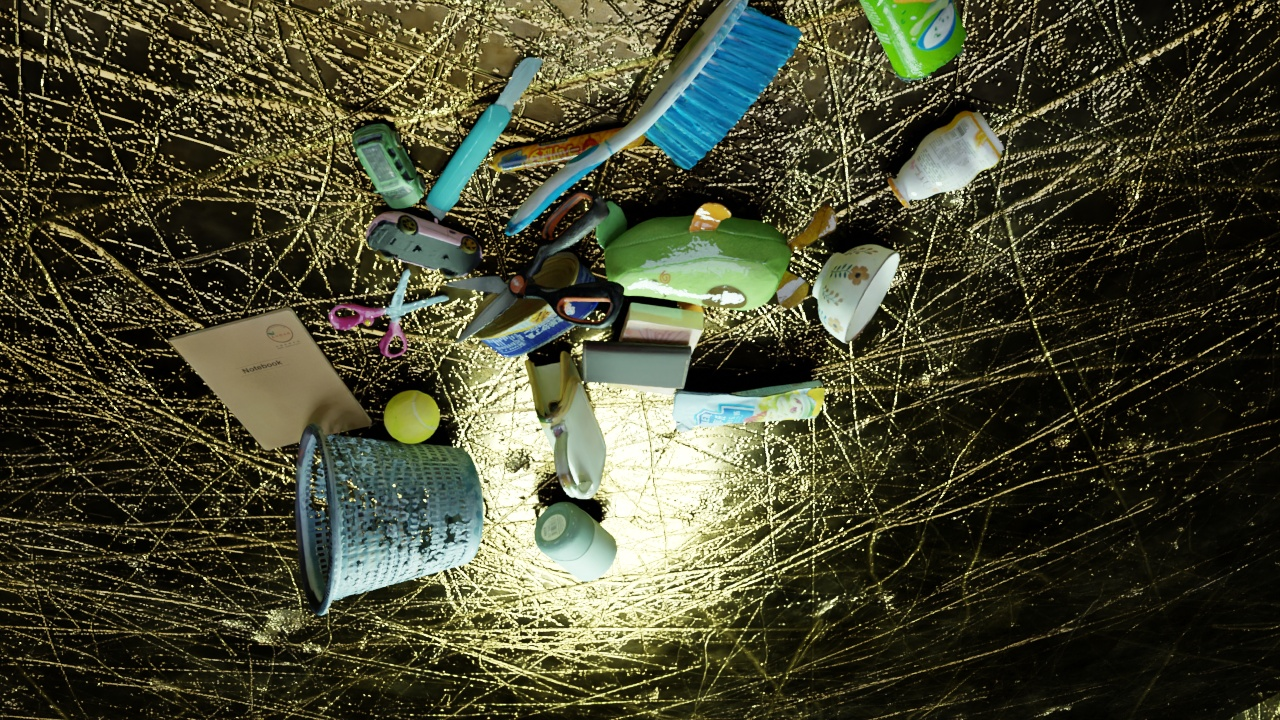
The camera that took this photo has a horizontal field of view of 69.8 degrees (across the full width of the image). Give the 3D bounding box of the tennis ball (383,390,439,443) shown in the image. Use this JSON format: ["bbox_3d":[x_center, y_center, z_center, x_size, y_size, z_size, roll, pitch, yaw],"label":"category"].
[{"bbox_3d":[-0.277,0.068,1.110,0.065,0.065,0.066,-4,136,-4],"label":"tennis ball"}]

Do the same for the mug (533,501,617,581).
[{"bbox_3d":[-0.107,0.258,1.329,0.112,0.082,0.106,1,147,39],"label":"mug"}]

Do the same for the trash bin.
[{"bbox_3d":[-0.309,0.187,1.139,0.194,0.226,0.227,-1,138,-30],"label":"trash bin"}]

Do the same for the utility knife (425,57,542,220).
[{"bbox_3d":[-0.153,-0.210,0.879,0.029,0.013,0.210,24,130,-28],"label":"utility knife"}]

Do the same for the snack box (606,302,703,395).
[{"bbox_3d":[0.014,-0.010,1.067,0.084,0.026,0.158,8,149,-7],"label":"snack box"}]

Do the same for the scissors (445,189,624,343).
[{"bbox_3d":[-0.106,-0.080,0.943,0.221,0.222,0.021,-55,151,11],"label":"scissors"}]

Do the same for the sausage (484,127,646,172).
[{"bbox_3d":[-0.071,-0.205,0.891,0.165,0.021,0.021,-11,136,3],"label":"sausage"}]

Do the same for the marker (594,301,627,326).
[{"bbox_3d":[-0.024,-0.052,1.055,0.132,0.022,0.020,32,88,-33],"label":"marker"}]

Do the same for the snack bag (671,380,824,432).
[{"bbox_3d":[0.134,0.059,1.172,0.191,0.038,0.110,-6,163,-5],"label":"snack bag"}]

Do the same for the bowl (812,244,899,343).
[{"bbox_3d":[0.232,-0.082,1.018,0.062,0.113,0.114,32,138,19],"label":"bowl"}]

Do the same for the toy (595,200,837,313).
[{"bbox_3d":[0.075,-0.103,0.965,0.246,0.089,0.227,0,151,-5],"label":"toy"}]

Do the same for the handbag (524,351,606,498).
[{"bbox_3d":[-0.080,0.095,1.088,0.063,0.178,0.163,-17,134,2],"label":"handbag"}]

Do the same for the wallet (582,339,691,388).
[{"bbox_3d":[-0.006,0.006,1.052,0.122,0.020,0.096,4,154,-1],"label":"wallet"}]

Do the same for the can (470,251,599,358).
[{"bbox_3d":[-0.114,-0.059,0.999,0.148,0.074,0.049,-29,136,20],"label":"can"}]

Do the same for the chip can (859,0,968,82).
[{"bbox_3d":[0.198,-0.340,0.757,0.072,0.072,0.236,-28,133,20],"label":"chip can"}]

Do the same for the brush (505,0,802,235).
[{"bbox_3d":[0.005,-0.209,0.853,0.109,0.060,0.315,31,114,-26],"label":"brush"}]

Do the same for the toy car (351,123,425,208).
[{"bbox_3d":[-0.242,-0.183,0.881,0.043,0.036,0.091,-17,139,7],"label":"toy car"}]

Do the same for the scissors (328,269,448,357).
[{"bbox_3d":[-0.277,-0.048,1.029,0.133,0.017,0.128,-14,134,1],"label":"scissors"}]

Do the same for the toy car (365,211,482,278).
[{"bbox_3d":[-0.222,-0.121,0.946,0.122,0.037,0.056,16,140,-39],"label":"toy car"}]

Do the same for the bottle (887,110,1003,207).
[{"bbox_3d":[0.304,-0.199,0.922,0.109,0.063,0.063,-34,130,24],"label":"bottle"}]

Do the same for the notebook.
[{"bbox_3d":[-0.432,0.028,1.088,0.148,0.008,0.208,-13,136,5],"label":"notebook"}]
